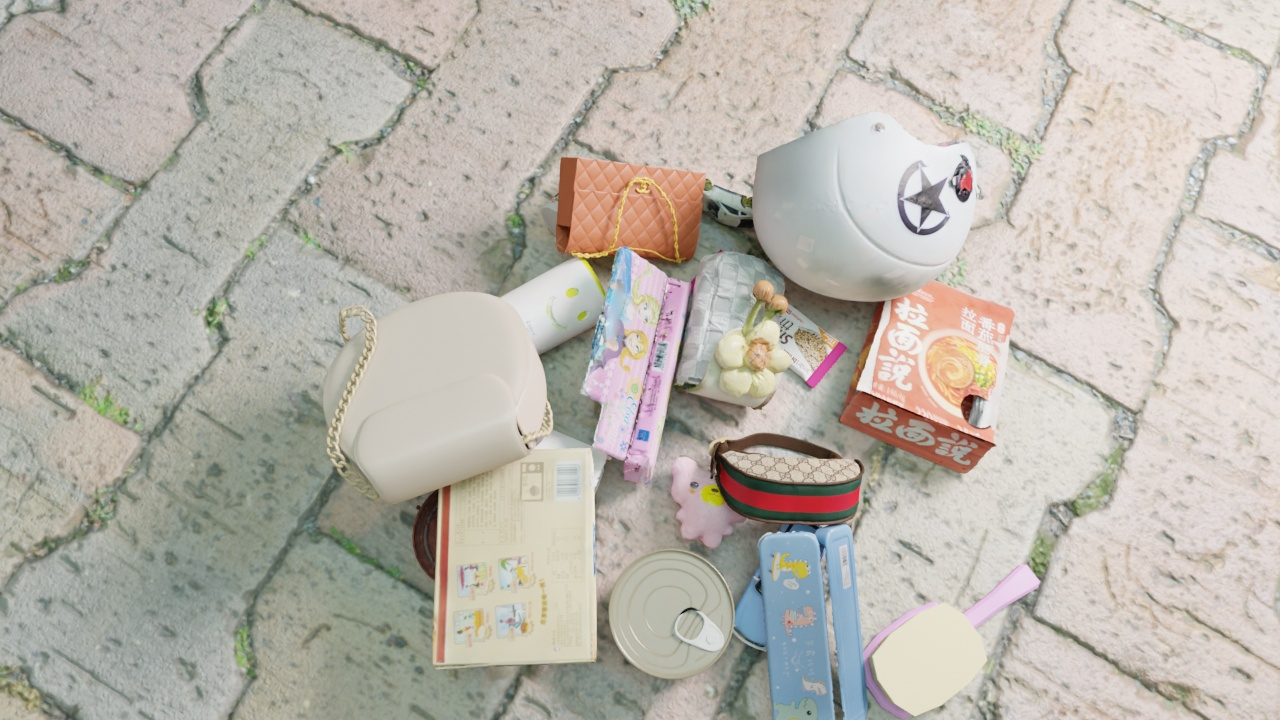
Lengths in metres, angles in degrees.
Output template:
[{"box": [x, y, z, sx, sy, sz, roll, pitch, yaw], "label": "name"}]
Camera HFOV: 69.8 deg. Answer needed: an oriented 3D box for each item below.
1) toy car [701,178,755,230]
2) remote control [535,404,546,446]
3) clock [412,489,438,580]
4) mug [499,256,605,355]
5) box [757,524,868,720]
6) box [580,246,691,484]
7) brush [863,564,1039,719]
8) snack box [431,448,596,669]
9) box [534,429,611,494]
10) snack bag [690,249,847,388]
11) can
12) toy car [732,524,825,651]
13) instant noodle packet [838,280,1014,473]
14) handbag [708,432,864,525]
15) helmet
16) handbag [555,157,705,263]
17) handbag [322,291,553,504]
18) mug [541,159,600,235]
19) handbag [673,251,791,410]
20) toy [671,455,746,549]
[{"box": [0.104, -0.190, 1.133, 0.105, 0.048, 0.033, 23, 75, 5], "label": "toy car"}, {"box": [-0.173, 0.060, 0.974, 0.151, 0.019, 0.074, -4, 80, 11], "label": "remote control"}, {"box": [-0.170, 0.202, 0.971, 0.120, 0.072, 0.157, -24, 73, -11], "label": "clock"}, {"box": [-0.098, -0.062, 1.060, 0.106, 0.083, 0.082, -29, 75, -12], "label": "mug"}, {"box": [0.183, 0.276, 0.934, 0.120, 0.049, 0.209, -3, 86, -24], "label": "box"}, {"box": [0.007, 0.006, 1.005, 0.066, 0.159, 0.230, 2, 66, 27], "label": "box"}, {"box": [0.341, 0.289, 0.980, 0.228, 0.043, 0.089, -32, 75, -12], "label": "brush"}, {"box": [-0.121, 0.194, 0.905, 0.153, 0.055, 0.207, -1, 71, -1], "label": "snack box"}, {"box": [-0.089, 0.152, 0.990, 0.137, 0.083, 0.143, 20, 64, 3], "label": "box"}, {"box": [0.151, -0.052, 1.104, 0.196, 0.016, 0.070, 40, 75, 10], "label": "snack bag"}, {"box": [0.030, 0.266, 0.957, 0.128, 0.073, 0.127, 1, 71, -2], "label": "can"}, {"box": [0.152, 0.235, 0.984, 0.056, 0.055, 0.153, 31, 72, 8], "label": "toy car"}, {"box": [0.347, -0.002, 1.083, 0.164, 0.084, 0.220, 22, 60, 6], "label": "instant noodle packet"}, {"box": [0.154, 0.120, 0.994, 0.166, 0.138, 0.063, 3, 110, -6], "label": "handbag"}, {"box": [0.251, -0.147, 1.032, 0.263, 0.237, 0.163, 17, 77, -35], "label": "helmet"}, {"box": [-0.008, -0.172, 1.066, 0.171, 0.060, 0.109, 0, 102, -31], "label": "handbag"}, {"box": [-0.204, 0.025, 0.906, 0.210, 0.103, 0.208, -20, 49, -2], "label": "handbag"}, {"box": [-0.052, -0.175, 1.113, 0.105, 0.074, 0.089, 47, 73, -14], "label": "mug"}, {"box": [0.113, -0.040, 1.027, 0.112, 0.124, 0.171, 14, 79, -26], "label": "handbag"}, {"box": [0.074, 0.157, 1.008, 0.102, 0.050, 0.093, 19, 62, 5], "label": "toy"}]
